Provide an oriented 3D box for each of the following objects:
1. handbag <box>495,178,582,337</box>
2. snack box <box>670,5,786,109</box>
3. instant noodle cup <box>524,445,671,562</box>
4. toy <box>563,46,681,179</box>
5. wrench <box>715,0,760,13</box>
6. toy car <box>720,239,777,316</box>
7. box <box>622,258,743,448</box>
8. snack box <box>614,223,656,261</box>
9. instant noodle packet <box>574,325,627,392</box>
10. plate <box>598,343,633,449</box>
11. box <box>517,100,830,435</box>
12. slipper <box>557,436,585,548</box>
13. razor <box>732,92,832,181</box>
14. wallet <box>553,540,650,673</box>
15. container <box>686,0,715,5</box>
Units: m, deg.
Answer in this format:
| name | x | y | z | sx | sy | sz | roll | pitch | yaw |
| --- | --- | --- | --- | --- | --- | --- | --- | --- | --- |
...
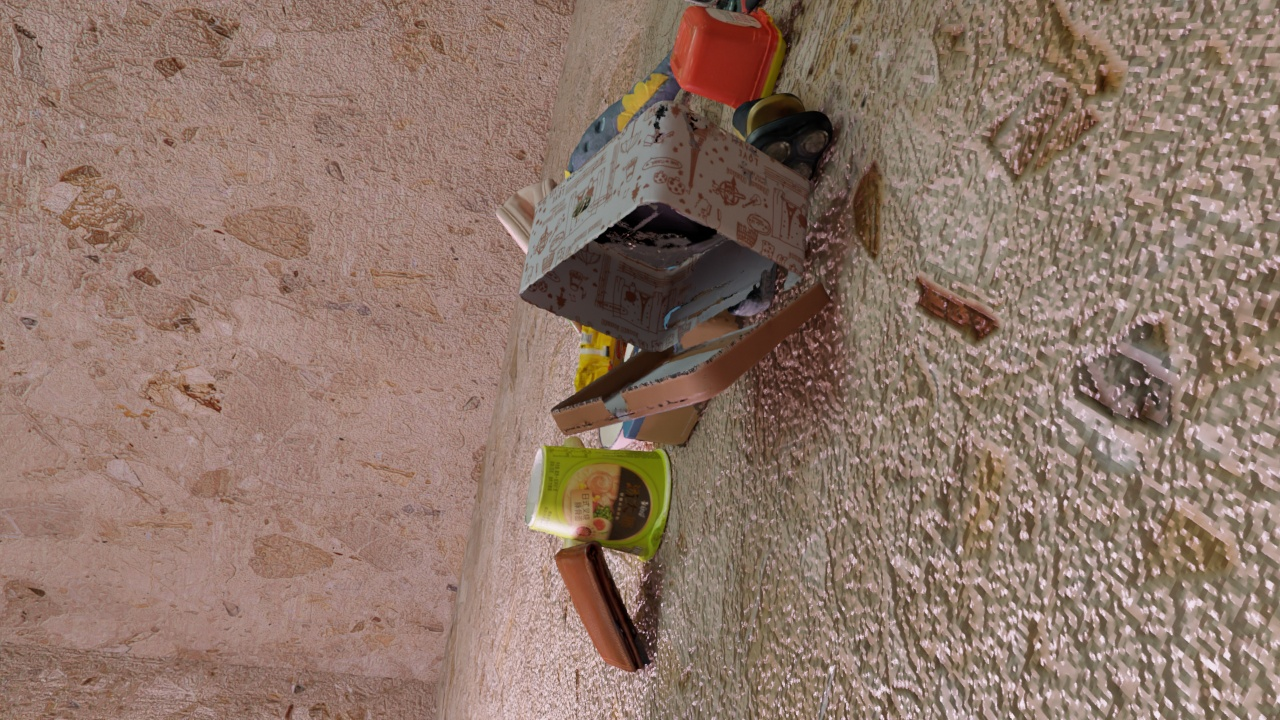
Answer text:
| name | x | y | z | sx | sy | sz | roll | pitch | yaw |
| --- | --- | --- | --- | --- | --- | --- | --- | --- | --- |
| handbag | -0.096 | -0.111 | 1.220 | 0.193 | 0.093 | 0.234 | 54 | -172 | -43 |
| snack box | 0.072 | -0.261 | 0.782 | 0.091 | 0.080 | 0.082 | -100 | 24 | -57 |
| instant noodle cup | -0.045 | 0.132 | 0.890 | 0.112 | 0.123 | 0.111 | -171 | 91 | -77 |
| toy | -0.031 | -0.255 | 1.153 | 0.137 | 0.091 | 0.357 | -53 | 3 | -32 |
| wrench | 0.109 | -0.345 | 0.832 | 0.273 | 0.016 | 0.056 | -158 | 78 | -77 |
| toy car | 0.084 | -0.077 | 0.693 | 0.043 | 0.034 | 0.090 | 127 | 152 | -68 |
| box | 0.034 | -0.009 | 0.801 | 0.089 | 0.061 | 0.185 | -95 | 18 | -46 |
| snack box | -0.034 | -0.144 | 1.114 | 0.076 | 0.094 | 0.093 | -93 | 18 | -45 |
| instant noodle packet | -0.036 | -0.004 | 0.904 | 0.128 | 0.044 | 0.111 | -30 | -55 | -85 |
| plate | -0.006 | 0.006 | 1.005 | 0.192 | 0.039 | 0.192 | -171 | 91 | -77 |
| box | 0.013 | -0.031 | 0.611 | 0.183 | 0.152 | 0.177 | -26 | 48 | 52 |
| slipper | -0.098 | 0.180 | 1.150 | 0.092 | 0.081 | 0.190 | 89 | 176 | -50 |
| razor | 0.097 | -0.169 | 0.690 | 0.167 | 0.062 | 0.068 | -101 | -7 | -70 |
| wallet | -0.035 | 0.229 | 0.861 | 0.124 | 0.032 | 0.101 | 65 | 159 | 3 |
| container | 0.048 | -0.428 | 0.972 | 0.114 | 0.090 | 0.090 | -80 | 5 | -71 |
